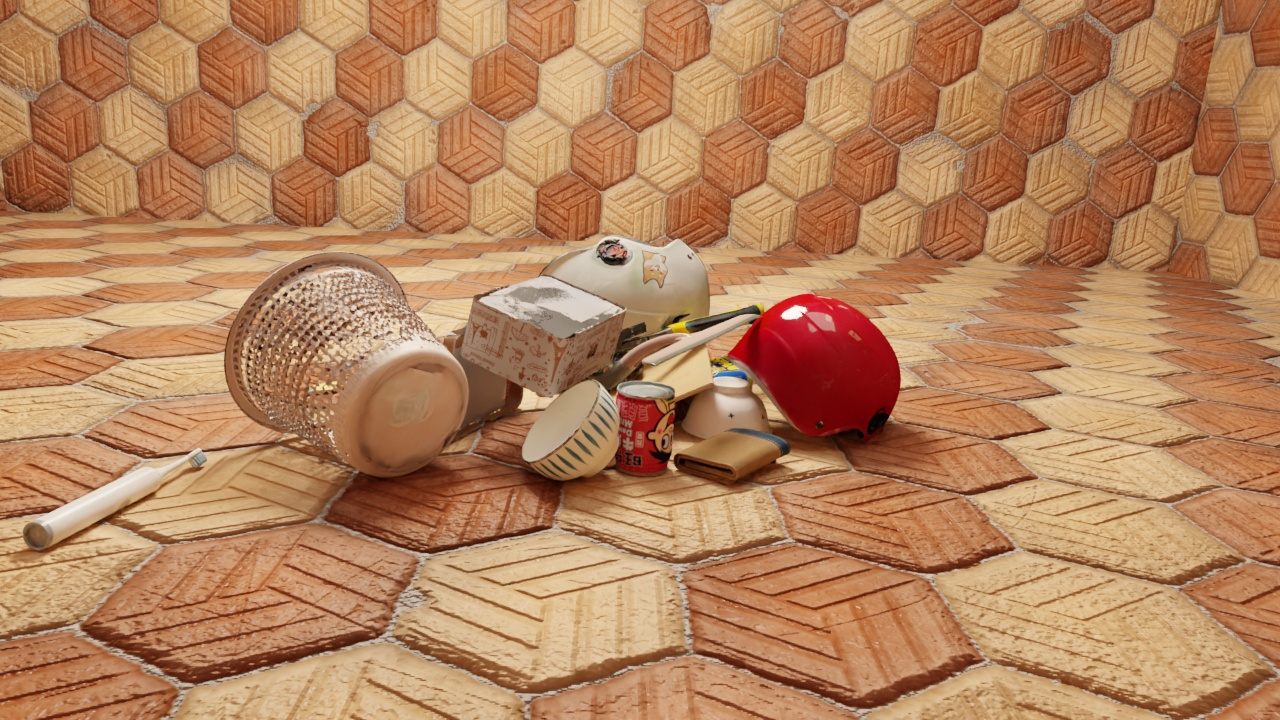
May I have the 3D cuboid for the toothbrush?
[{"bbox_3d":[-0.484,0.122,0.868,0.027,0.026,0.220,-31,6,15],"label":"toothbrush"}]

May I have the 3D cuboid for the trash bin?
[{"bbox_3d":[-0.300,0.019,0.996,0.192,0.228,0.226,30,28,36],"label":"trash bin"}]

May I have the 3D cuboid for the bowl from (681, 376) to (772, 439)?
[{"bbox_3d":[0.114,0.058,1.185,0.118,0.065,0.118,4,14,-1],"label":"bowl"}]

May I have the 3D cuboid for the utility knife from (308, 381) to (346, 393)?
[{"bbox_3d":[-0.370,0.025,1.295,0.206,0.021,0.031,-15,22,-30],"label":"utility knife"}]

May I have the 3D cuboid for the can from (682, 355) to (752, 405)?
[{"bbox_3d":[0.101,0.031,1.312,0.083,0.057,0.102,-4,15,-20],"label":"can"}]

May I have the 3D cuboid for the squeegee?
[{"bbox_3d":[-0.007,0.007,1.154,0.250,0.040,0.246,-30,-3,38],"label":"squeegee"}]

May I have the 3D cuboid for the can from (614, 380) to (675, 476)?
[{"bbox_3d":[0.004,0.076,1.026,0.066,0.094,0.066,3,14,-1],"label":"can"}]

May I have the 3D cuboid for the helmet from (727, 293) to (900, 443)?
[{"bbox_3d":[0.253,-0.004,1.197,0.239,0.144,0.207,9,30,-39],"label":"helmet"}]

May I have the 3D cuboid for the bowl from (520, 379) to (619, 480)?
[{"bbox_3d":[-0.066,0.084,0.991,0.066,0.116,0.116,45,-1,-22],"label":"bowl"}]

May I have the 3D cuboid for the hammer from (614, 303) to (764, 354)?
[{"bbox_3d":[0.057,-0.041,1.283,0.322,0.032,0.126,-14,-5,-38],"label":"hammer"}]

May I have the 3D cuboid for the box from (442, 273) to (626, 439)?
[{"bbox_3d":[-0.140,0.013,1.116,0.157,0.194,0.182,23,23,18],"label":"box"}]

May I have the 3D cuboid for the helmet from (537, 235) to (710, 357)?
[{"bbox_3d":[-0.016,-0.062,1.398,0.273,0.231,0.156,-2,48,-16],"label":"helmet"}]

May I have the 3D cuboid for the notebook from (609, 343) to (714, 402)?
[{"bbox_3d":[0.026,0.029,1.245,0.149,0.012,0.211,-23,14,8],"label":"notebook"}]

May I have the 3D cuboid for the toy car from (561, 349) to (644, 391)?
[{"bbox_3d":[-0.069,0.018,1.319,0.158,0.042,0.070,-7,20,30],"label":"toy car"}]

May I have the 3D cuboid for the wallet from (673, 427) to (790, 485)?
[{"bbox_3d":[0.106,0.108,1.051,0.090,0.033,0.115,11,16,38],"label":"wallet"}]
